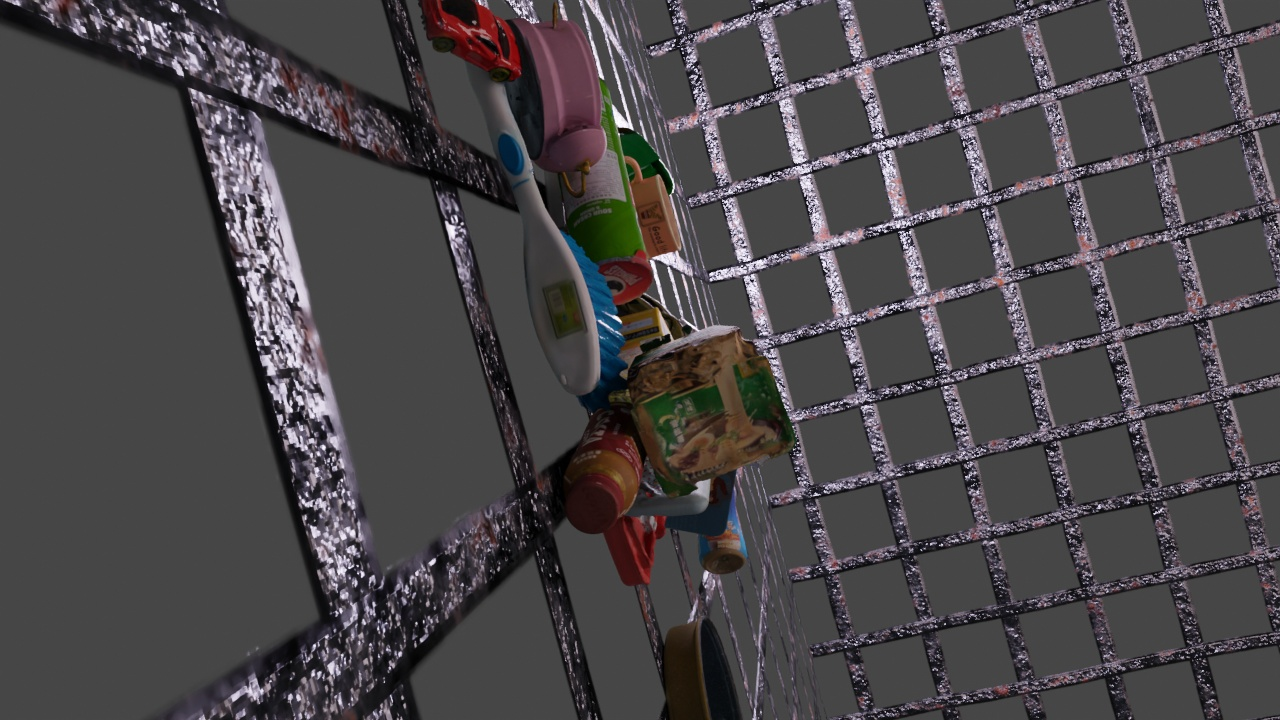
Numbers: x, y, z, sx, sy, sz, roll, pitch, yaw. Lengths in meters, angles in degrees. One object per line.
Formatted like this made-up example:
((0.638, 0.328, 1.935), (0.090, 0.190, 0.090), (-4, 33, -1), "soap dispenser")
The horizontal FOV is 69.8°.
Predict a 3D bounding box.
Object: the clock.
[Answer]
((-0.074, -0.218, 0.795), (0.117, 0.059, 0.158), (-157, -127, -67), "clock")

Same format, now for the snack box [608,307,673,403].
((-0.005, 0.005, 0.887), (0.140, 0.087, 0.033), (60, 18, -56), "snack box")

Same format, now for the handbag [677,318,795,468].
((0.109, 0.046, 1.306), (0.197, 0.098, 0.145), (46, 7, -31), "handbag")

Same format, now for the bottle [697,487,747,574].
((0.103, 0.193, 1.295), (0.065, 0.065, 0.218), (65, 13, -45), "bottle")

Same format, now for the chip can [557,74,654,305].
((-0.043, -0.169, 0.877), (0.072, 0.072, 0.235), (58, 18, -60), "chip can")

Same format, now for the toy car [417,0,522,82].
((-0.124, -0.248, 0.694), (0.106, 0.031, 0.049), (13, 63, -58), "toy car")

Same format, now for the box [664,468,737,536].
((0.065, 0.093, 0.989), (0.061, 0.090, 0.184), (-67, 163, -75), "box")

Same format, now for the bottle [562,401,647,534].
((-0.026, 0.083, 0.728), (0.174, 0.057, 0.057), (-69, 143, -74), "bottle")

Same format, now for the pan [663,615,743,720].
((0.108, 0.393, 0.964), (0.358, 0.078, 0.197), (62, 16, -53), "pan")

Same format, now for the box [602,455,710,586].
((0.025, 0.113, 0.852), (0.201, 0.102, 0.095), (-79, 151, -69), "box")

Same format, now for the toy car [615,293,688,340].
((0.005, -0.040, 0.955), (0.158, 0.042, 0.070), (34, -13, 28), "toy car")

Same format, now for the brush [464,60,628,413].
((-0.081, -0.113, 0.754), (0.109, 0.060, 0.314), (27, 46, -73), "brush")

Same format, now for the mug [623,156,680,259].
((-0.023, -0.158, 0.986), (0.081, 0.106, 0.114), (-83, 156, -66), "mug")

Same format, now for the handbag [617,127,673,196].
((-0.028, -0.228, 1.111), (0.131, 0.068, 0.120), (-25, 83, -56), "handbag")

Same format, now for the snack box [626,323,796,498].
((0.051, 0.031, 0.777), (0.105, 0.118, 0.117), (-110, 178, -75), "snack box")

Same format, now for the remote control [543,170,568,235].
((-0.079, -0.162, 0.929), (0.056, 0.019, 0.135), (62, 16, -54), "remote control")
